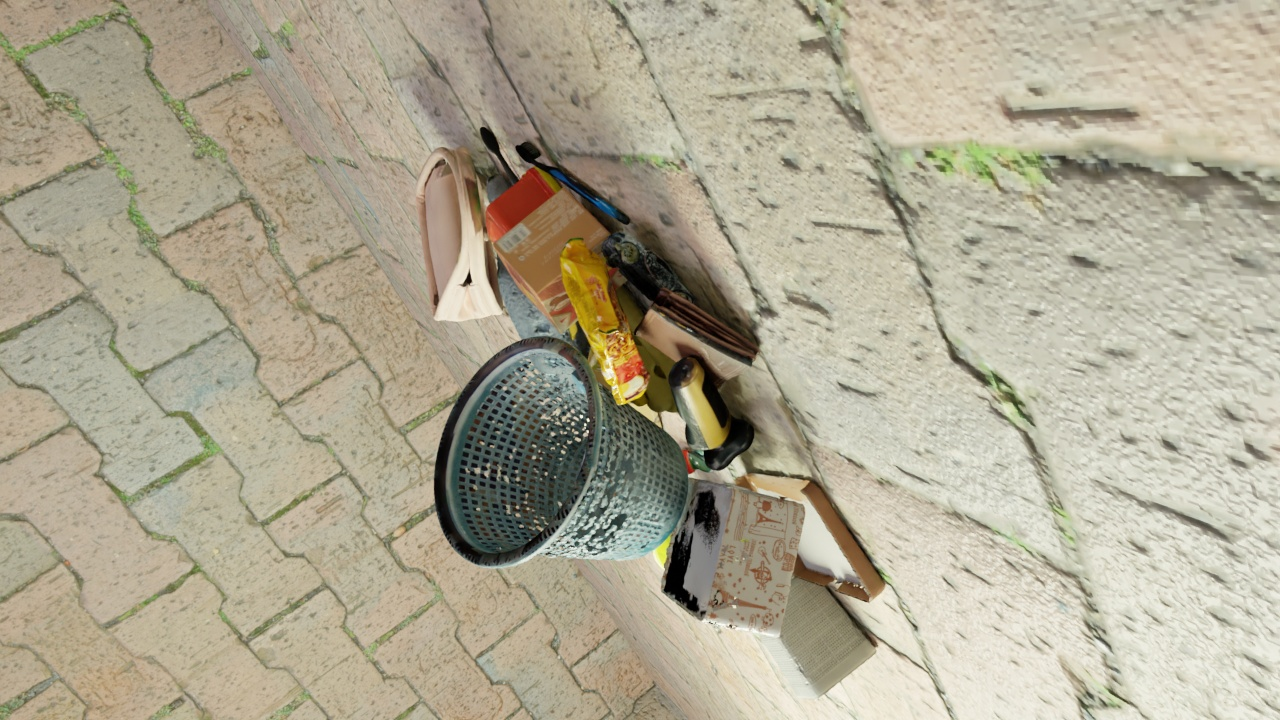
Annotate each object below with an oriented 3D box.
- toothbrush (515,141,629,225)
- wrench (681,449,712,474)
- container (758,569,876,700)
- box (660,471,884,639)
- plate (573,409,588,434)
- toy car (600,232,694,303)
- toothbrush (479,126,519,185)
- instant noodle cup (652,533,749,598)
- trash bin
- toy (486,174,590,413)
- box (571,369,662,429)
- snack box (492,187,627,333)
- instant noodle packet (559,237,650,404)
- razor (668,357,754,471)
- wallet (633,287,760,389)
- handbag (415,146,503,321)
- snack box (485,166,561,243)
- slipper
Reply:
[{"bbox_3d":[-0.068,-0.176,0.899,0.189,0.016,0.014,39,149,37],"label":"toothbrush"},{"bbox_3d":[0.049,0.128,1.175,0.056,0.016,0.274,53,162,3],"label":"wrench"},{"bbox_3d":[0.185,0.304,1.028,0.114,0.090,0.090,54,165,12],"label":"container"},{"bbox_3d":[0.136,0.191,0.925,0.177,0.152,0.182,16,174,-11],"label":"box"},{"bbox_3d":[-0.031,0.133,1.372,0.192,0.039,0.193,52,168,15],"label":"plate"},{"bbox_3d":[0.010,-0.077,0.832,0.105,0.031,0.049,43,167,-18],"label":"toy car"},{"bbox_3d":[-0.132,-0.186,1.060,0.189,0.014,0.017,58,172,-15],"label":"toothbrush"},{"bbox_3d":[0.095,0.233,1.126,0.123,0.111,0.112,22,146,47],"label":"instant noodle cup"},{"bbox_3d":[-0.064,0.112,0.935,0.195,0.227,0.226,26,-171,-45],"label":"trash bin"},{"bbox_3d":[-0.114,-0.057,1.139,0.138,0.091,0.357,-127,15,-62],"label":"toy"},{"bbox_3d":[-0.026,0.054,1.133,0.090,0.061,0.184,44,170,25],"label":"box"},{"bbox_3d":[-0.077,-0.098,0.914,0.077,0.092,0.094,47,172,24],"label":"snack box"},{"bbox_3d":[-0.034,-0.035,0.834,0.111,0.044,0.128,77,170,-49],"label":"instant noodle packet"},{"bbox_3d":[0.064,0.047,0.859,0.068,0.062,0.167,0,151,19],"label":"razor"},{"bbox_3d":[0.047,-0.016,0.817,0.101,0.032,0.125,33,167,-2],"label":"wallet"},{"bbox_3d":[-0.217,-0.164,1.105,0.235,0.093,0.193,130,130,-71],"label":"handbag"},{"bbox_3d":[-0.119,-0.149,0.976,0.082,0.080,0.091,53,165,9],"label":"snack box"},{"bbox_3d":[-0.025,-0.015,0.986,0.190,0.081,0.092,56,167,4],"label":"slipper"}]
